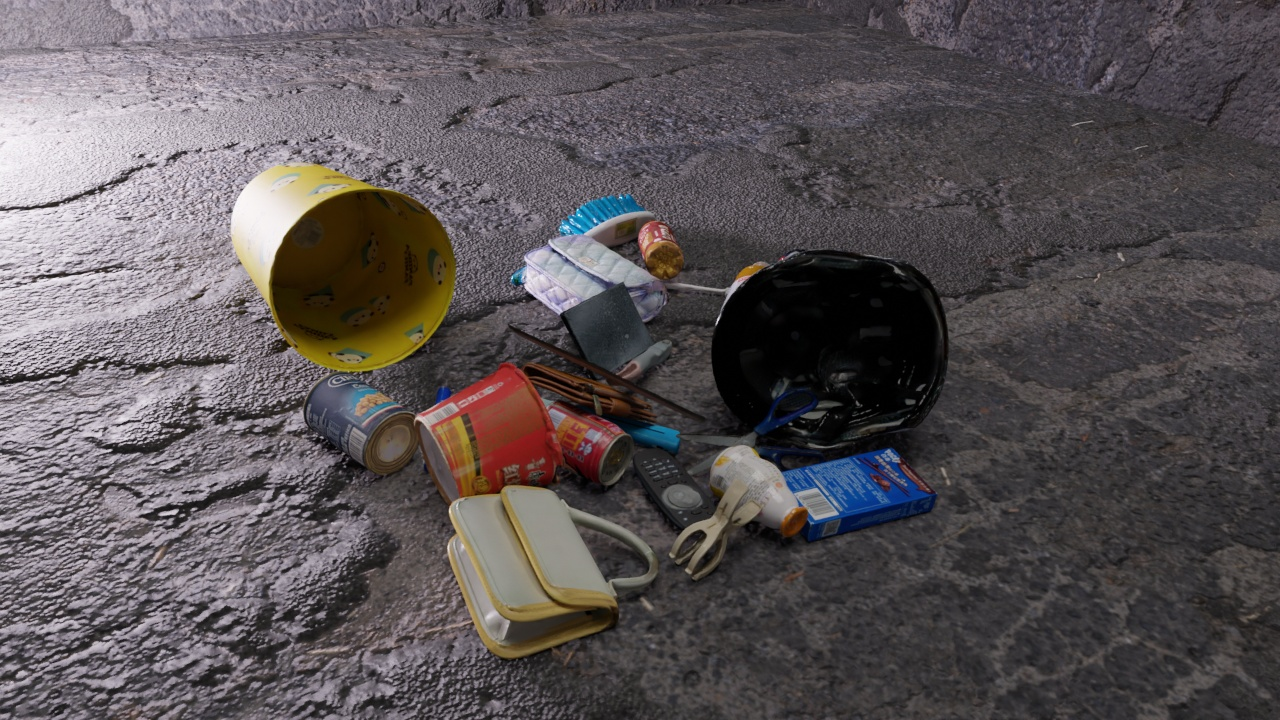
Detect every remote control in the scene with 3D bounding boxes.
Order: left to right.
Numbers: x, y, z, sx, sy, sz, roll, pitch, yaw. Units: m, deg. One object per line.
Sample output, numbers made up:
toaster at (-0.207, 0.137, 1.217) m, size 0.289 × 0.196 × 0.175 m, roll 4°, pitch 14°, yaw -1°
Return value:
remote control at (0.035, 0.139, 0.957) m, size 0.053 × 0.024 × 0.136 m, roll -10°, pitch 36°, yaw -25°

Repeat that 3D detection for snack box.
snack box at (0.225, 0.140, 0.975) m, size 0.157 × 0.026 × 0.084 m, roll -9°, pitch 34°, yaw -21°

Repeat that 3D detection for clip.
clip at (0.073, 0.162, 0.877) m, size 0.100 × 0.071 × 0.034 m, roll -44°, pitch 47°, yaw -8°

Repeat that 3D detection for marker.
marker at (-0.229, 0.076, 1.035) m, size 0.017 × 0.017 × 0.145 m, roll 1°, pitch 32°, yaw -5°

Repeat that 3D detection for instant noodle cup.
instant noodle cup at (-0.158, 0.083, 0.929) m, size 0.108 × 0.138 × 0.138 m, roll -23°, pitch 40°, yaw -24°

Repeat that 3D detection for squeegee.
squeegee at (-0.007, 0.007, 1.117) m, size 0.248 × 0.040 × 0.249 m, roll 25°, pitch 16°, yaw 14°

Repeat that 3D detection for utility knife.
utility knife at (-0.062, 0.065, 1.073) m, size 0.238 × 0.018 × 0.034 m, roll 15°, pitch 34°, yaw 19°

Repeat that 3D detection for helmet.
helmet at (0.209, -0.017, 1.076) m, size 0.274 × 0.230 × 0.157 m, roll -7°, pitch 5°, yaw -2°

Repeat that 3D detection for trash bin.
trash bin at (-0.399, -0.138, 1.182) m, size 0.229 × 0.230 × 0.255 m, roll -18°, pitch 33°, yaw -32°

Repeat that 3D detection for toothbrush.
toothbrush at (0.060, -0.108, 1.371) m, size 0.180 × 0.016 × 0.016 m, roll 8°, pitch 38°, yaw 4°

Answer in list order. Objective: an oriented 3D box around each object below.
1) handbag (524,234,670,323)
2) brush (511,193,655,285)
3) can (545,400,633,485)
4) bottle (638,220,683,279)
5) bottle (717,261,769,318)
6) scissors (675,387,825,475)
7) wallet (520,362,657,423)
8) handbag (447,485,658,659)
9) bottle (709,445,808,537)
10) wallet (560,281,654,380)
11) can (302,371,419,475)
handbag at (-0.069, -0.113, 1.304) m, size 0.134 × 0.076 × 0.194 m, roll -20°, pitch 40°, yaw -34°
brush at (-0.099, -0.192, 1.457) m, size 0.313 × 0.061 × 0.109 m, roll -23°, pitch 44°, yaw -33°
can at (-0.062, 0.089, 0.985) m, size 0.094 × 0.067 × 0.066 m, roll 23°, pitch 36°, yaw 28°
bottle at (0.028, -0.178, 1.427) m, size 0.057 × 0.057 × 0.174 m, roll 1°, pitch 23°, yaw -6°
bottle at (0.157, -0.086, 1.294) m, size 0.068 × 0.068 × 0.189 m, roll 11°, pitch 32°, yaw 11°
scissors at (0.128, 0.084, 0.998) m, size 0.162 × 0.164 × 0.012 m, roll 29°, pitch 7°, yaw -11°
wallet at (-0.051, 0.037, 1.033) m, size 0.119 × 0.035 × 0.130 m, roll 25°, pitch 4°, yaw 43°
handbag at (-0.076, 0.178, 0.848) m, size 0.178 × 0.063 × 0.163 m, roll -8°, pitch 37°, yaw -26°
bottle at (0.121, 0.135, 0.936) m, size 0.063 × 0.063 × 0.108 m, roll -18°, pitch 39°, yaw -32°
wallet at (-0.041, -0.039, 1.182) m, size 0.019 × 0.097 × 0.120 m, roll -21°, pitch 9°, yaw 47°
can at (-0.297, 0.067, 0.985) m, size 0.111 × 0.075 × 0.075 m, roll 27°, pitch 38°, yaw 31°
